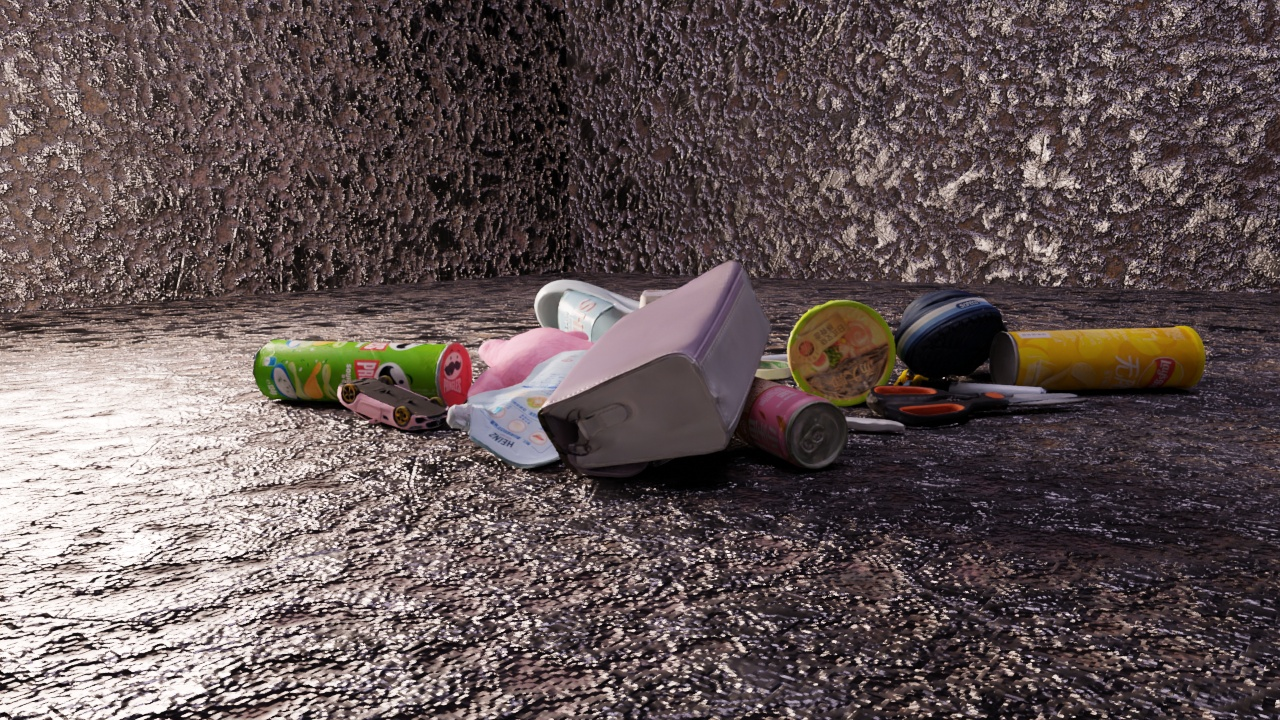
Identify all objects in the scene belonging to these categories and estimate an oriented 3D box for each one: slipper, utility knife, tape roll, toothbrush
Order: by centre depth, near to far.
[{"bbox_3d":[0.150,0.058,0.857,0.188,0.017,0.016,4,7,13],"label":"toothbrush"},{"bbox_3d":[0.314,0.024,1.063,0.033,0.015,0.156,0,8,22],"label":"utility knife"},{"bbox_3d":[0.360,-0.040,1.070,0.095,0.105,0.252,48,23,26],"label":"slipper"},{"bbox_3d":[0.152,0.011,1.167,0.086,0.014,0.085,-1,8,0],"label":"tape roll"},{"bbox_3d":[-0.035,-0.031,1.200,0.246,0.104,0.074,16,41,23],"label":"slipper"}]

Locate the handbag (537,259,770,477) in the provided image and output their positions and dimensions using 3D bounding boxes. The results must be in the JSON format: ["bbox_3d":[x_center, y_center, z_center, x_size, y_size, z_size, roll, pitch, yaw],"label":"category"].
[{"bbox_3d":[0.020,0.009,0.762,0.145,0.098,0.196,-15,20,25],"label":"handbag"}]

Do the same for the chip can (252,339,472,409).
[{"bbox_3d":[-0.304,0.014,1.000,0.236,0.072,0.072,1,9,18],"label":"chip can"}]

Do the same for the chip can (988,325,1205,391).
[{"bbox_3d":[0.508,-0.001,1.026,0.213,0.072,0.072,-1,9,-3],"label":"chip can"}]

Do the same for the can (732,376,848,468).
[{"bbox_3d":[0.112,0.048,0.776,0.057,0.058,0.147,-4,9,-20],"label":"can"}]

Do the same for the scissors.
[{"bbox_3d":[0.342,0.049,0.901,0.235,0.022,0.152,5,16,10],"label":"scissors"}]

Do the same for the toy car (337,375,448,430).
[{"bbox_3d":[-0.246,0.046,0.907,0.122,0.037,0.056,18,19,27],"label":"toy car"}]

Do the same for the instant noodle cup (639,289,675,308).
[{"bbox_3d":[0.040,-0.008,0.936,0.117,0.124,0.116,0,8,4],"label":"instant noodle cup"}]

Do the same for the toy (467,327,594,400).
[{"bbox_3d":[-0.092,0.010,0.979,0.178,0.075,0.194,-5,21,-4],"label":"toy"}]

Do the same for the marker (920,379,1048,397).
[{"bbox_3d":[0.370,0.033,0.992,0.131,0.018,0.022,4,1,33],"label":"marker"}]

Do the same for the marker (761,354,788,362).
[{"bbox_3d":[0.145,0.002,1.221,0.145,0.017,0.017,-4,9,-16],"label":"marker"}]

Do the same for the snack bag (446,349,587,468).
[{"bbox_3d":[-0.080,0.040,0.821,0.110,0.039,0.190,31,32,19],"label":"snack bag"}]

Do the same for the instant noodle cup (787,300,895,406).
[{"bbox_3d":[0.215,-0.008,1.018,0.112,0.111,0.123,0,1,5],"label":"instant noodle cup"}]
